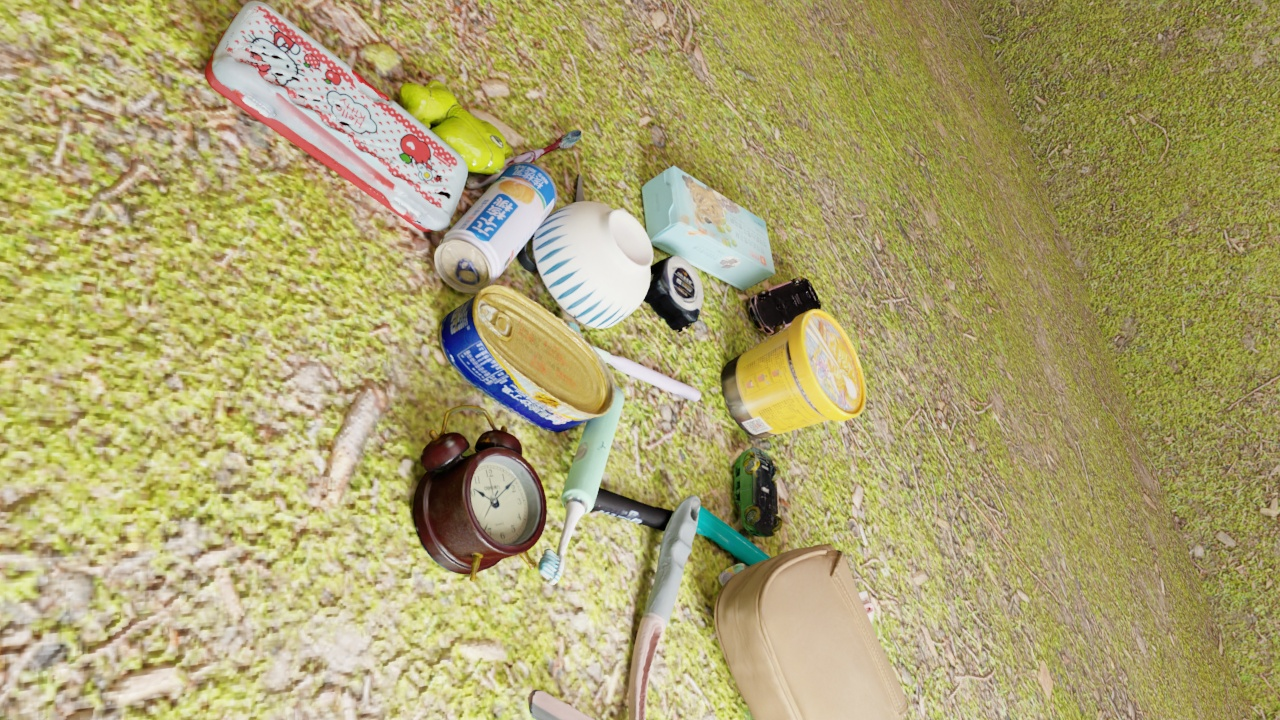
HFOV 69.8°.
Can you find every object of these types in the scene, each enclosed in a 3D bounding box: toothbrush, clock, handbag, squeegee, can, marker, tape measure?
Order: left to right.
[{"bbox_3d":[-0.112,0.091,0.638,0.082,0.055,0.122,2,70,-50],"label":"clock"},{"bbox_3d":[-0.118,-0.111,0.758,0.053,0.053,0.134,49,38,-19],"label":"can"},{"bbox_3d":[-0.105,-0.189,0.852,0.016,0.017,0.187,59,36,-8],"label":"toothbrush"},{"bbox_3d":[-0.088,0.001,0.729,0.148,0.049,0.074,37,43,-32],"label":"can"},{"bbox_3d":[-0.044,0.091,0.719,0.027,0.027,0.223,45,30,-19],"label":"toothbrush"},{"bbox_3d":[-0.008,0.126,0.778,0.132,0.020,0.022,25,37,-41],"label":"marker"},{"bbox_3d":[-0.005,0.005,0.858,0.189,0.029,0.021,26,90,-42],"label":"toothbrush"},{"bbox_3d":[0.015,0.215,0.733,0.247,0.040,0.248,45,41,-30],"label":"squeegee"},{"bbox_3d":[0.034,-0.072,0.941,0.066,0.034,0.065,47,41,-25],"label":"tape measure"},{"bbox_3d":[0.123,0.278,0.849,0.020,0.029,0.189,161,-96,-85],"label":"toothbrush"},{"bbox_3d":[0.147,0.266,0.801,0.147,0.100,0.204,-24,91,-41],"label":"handbag"}]

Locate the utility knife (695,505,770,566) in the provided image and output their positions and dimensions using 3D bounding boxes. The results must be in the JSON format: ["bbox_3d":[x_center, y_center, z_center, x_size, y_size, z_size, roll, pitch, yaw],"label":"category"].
[{"bbox_3d":[0.099,0.184,0.880,0.186,0.013,0.029,39,45,-28],"label":"utility knife"}]

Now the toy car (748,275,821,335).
[{"bbox_3d":[0.172,-0.065,1.108,0.122,0.037,0.056,-22,83,-42],"label":"toy car"}]

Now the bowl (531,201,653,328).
[{"bbox_3d":[-0.032,-0.094,0.819,0.116,0.066,0.116,32,43,-37],"label":"bowl"}]

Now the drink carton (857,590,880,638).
[{"bbox_3d":[0.194,0.264,0.922,0.122,0.046,0.053,10,60,-49],"label":"drink carton"}]

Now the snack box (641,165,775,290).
[{"bbox_3d":[0.078,-0.144,1.022,0.174,0.052,0.074,20,53,-43],"label":"snack box"}]

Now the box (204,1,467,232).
[{"bbox_3d":[-0.217,-0.175,0.682,0.201,0.047,0.086,36,44,-34],"label":"box"}]

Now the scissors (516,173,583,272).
[{"bbox_3d":[-0.062,-0.110,0.865,0.159,0.014,0.177,4,64,-52],"label":"scissors"}]

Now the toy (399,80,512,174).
[{"bbox_3d":[-0.156,-0.194,0.777,0.100,0.031,0.096,55,37,5],"label":"toy"}]

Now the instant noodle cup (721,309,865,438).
[{"bbox_3d":[0.158,0.022,0.966,0.118,0.115,0.118,30,47,-38],"label":"instant noodle cup"}]

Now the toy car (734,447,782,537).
[{"bbox_3d":[0.115,0.132,0.912,0.043,0.036,0.091,31,46,-39],"label":"toy car"}]
